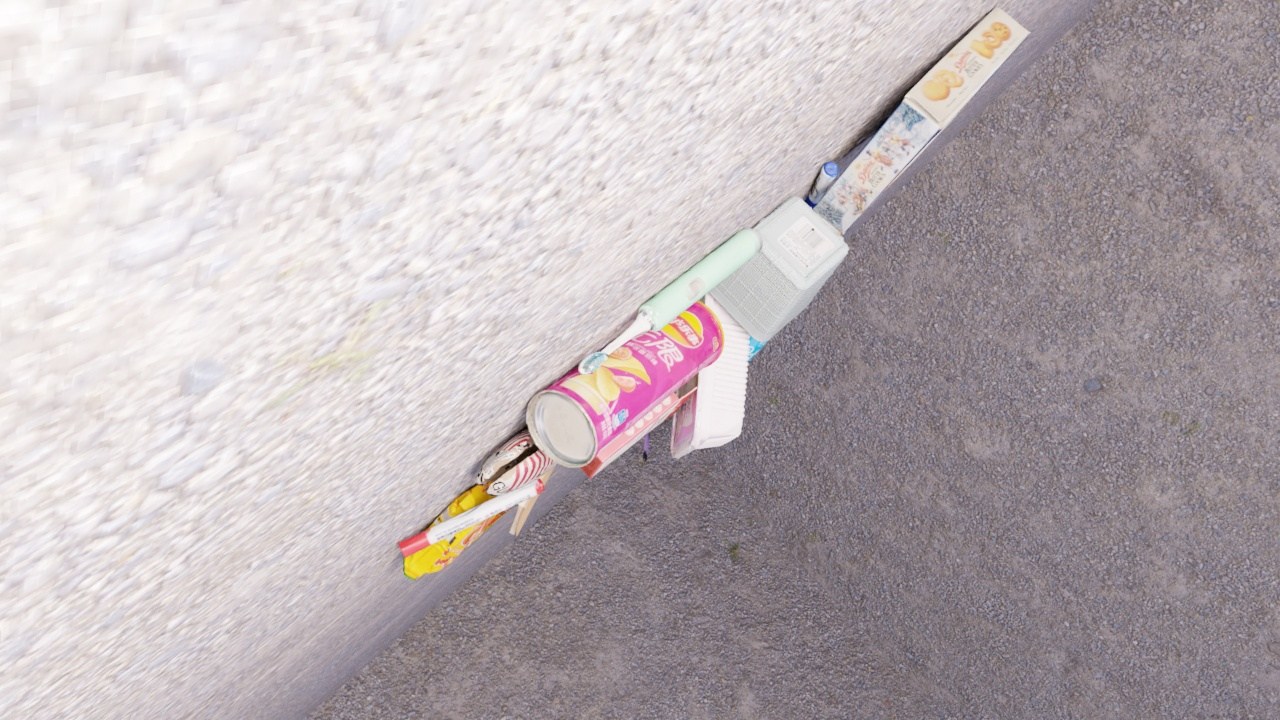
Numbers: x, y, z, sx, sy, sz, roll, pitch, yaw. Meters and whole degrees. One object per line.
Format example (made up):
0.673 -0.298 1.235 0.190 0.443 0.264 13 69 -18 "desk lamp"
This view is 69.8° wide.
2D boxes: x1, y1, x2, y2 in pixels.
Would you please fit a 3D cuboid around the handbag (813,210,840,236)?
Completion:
0.202 -0.140 1.196 0.163 0.063 0.179 -42 172 -19 "handbag"

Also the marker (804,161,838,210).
0.185 -0.179 0.944 0.017 0.017 0.146 -42 175 0 "marker"

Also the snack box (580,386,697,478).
-0.012 0.062 0.960 0.127 0.044 0.113 -37 173 -18 "snack box"

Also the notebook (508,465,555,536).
-0.101 0.118 1.035 0.149 0.012 0.212 -60 180 -21 "notebook"

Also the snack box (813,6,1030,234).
0.269 -0.229 0.890 0.177 0.046 0.183 -45 175 -28 "snack box"

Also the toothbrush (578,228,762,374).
0.027 -0.051 0.767 0.223 0.026 0.027 -38 -164 -32 "toothbrush"

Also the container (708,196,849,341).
0.138 -0.093 0.914 0.089 0.090 0.112 -40 172 -27 "container"

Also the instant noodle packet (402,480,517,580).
-0.181 0.168 0.949 0.111 0.044 0.128 -47 174 14 "instant noodle packet"

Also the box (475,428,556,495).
-0.107 0.084 0.843 0.072 0.060 0.164 -19 178 7 "box"

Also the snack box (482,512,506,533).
-0.185 0.184 1.151 0.085 0.026 0.157 -39 174 -36 "snack box"

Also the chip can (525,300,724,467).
-0.007 0.013 0.796 0.209 0.071 0.072 -36 172 -48 "chip can"

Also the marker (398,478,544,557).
-0.159 0.148 0.872 0.145 0.017 0.017 -25 171 -14 "marker"

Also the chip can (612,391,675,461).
0.015 0.038 1.181 0.221 0.072 0.073 -40 175 -13 "chip can"

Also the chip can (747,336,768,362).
0.121 -0.038 1.104 0.210 0.071 0.071 -48 174 8 "chip can"

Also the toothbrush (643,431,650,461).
0.010 0.065 1.226 0.017 0.014 0.188 -17 -142 19 "toothbrush"

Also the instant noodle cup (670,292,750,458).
0.078 0.019 1.008 0.138 0.060 0.173 125 -30 -75 "instant noodle cup"
